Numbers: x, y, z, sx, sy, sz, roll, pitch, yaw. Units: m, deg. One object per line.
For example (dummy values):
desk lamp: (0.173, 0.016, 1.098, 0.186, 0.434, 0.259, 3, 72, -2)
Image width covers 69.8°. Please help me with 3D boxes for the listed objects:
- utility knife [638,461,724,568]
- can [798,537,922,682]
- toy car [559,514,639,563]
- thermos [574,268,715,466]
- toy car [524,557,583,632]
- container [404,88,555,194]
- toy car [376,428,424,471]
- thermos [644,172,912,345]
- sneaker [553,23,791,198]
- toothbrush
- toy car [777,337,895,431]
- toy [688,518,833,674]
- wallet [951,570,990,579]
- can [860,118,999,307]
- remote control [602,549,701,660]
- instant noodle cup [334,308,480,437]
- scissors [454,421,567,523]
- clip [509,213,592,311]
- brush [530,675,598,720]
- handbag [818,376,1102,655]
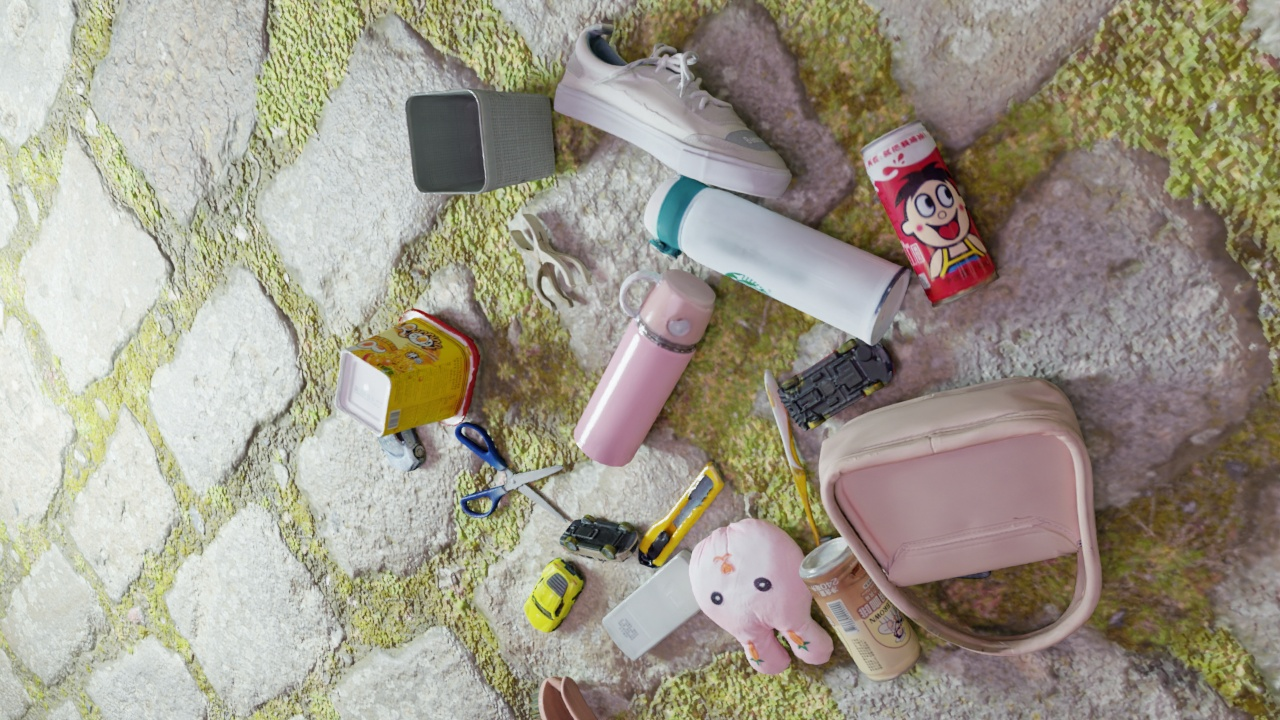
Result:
utility knife: (0.037, 0.157, 0.914, 0.033, 0.015, 0.154, 41, 122, 13)
can: (0.191, 0.216, 0.799, 0.059, 0.058, 0.116, -31, 94, 36)
toy car: (-0.041, 0.189, 0.959, 0.091, 0.042, 0.035, 1, 129, 38)
thermos: (-0.005, 0.005, 0.856, 0.087, 0.067, 0.199, 20, 122, -12)
toy car: (-0.102, 0.268, 1.029, 0.048, 0.032, 0.105, 40, 124, 16)
container: (-0.144, -0.207, 0.858, 0.090, 0.114, 0.090, 7, 108, 31)
toy car: (-0.296, 0.086, 1.099, 0.049, 0.031, 0.105, -20, 94, 36)
thermos: (0.105, -0.087, 0.762, 0.224, 0.073, 0.073, 28, 118, 23)
sneaker: (0.032, -0.213, 0.765, 0.242, 0.089, 0.091, 33, 116, 28)
toothbrush: (0.145, 0.097, 0.826, 0.018, 0.016, 0.191, -15, 96, 24)
toy car: (0.167, 0.018, 0.776, 0.107, 0.031, 0.049, -38, 83, 36)
toy: (0.115, 0.225, 0.864, 0.122, 0.054, 0.159, -28, 95, 30)
wallet: (0.237, 0.129, 0.775, 0.097, 0.019, 0.121, -7, 102, 33)
can: (0.216, -0.110, 0.691, 0.053, 0.053, 0.132, -26, 90, 36)
remote control: (0.020, 0.255, 0.952, 0.058, 0.021, 0.150, 50, 124, 10)
instant noodle cup: (-0.256, 0.019, 0.995, 0.116, 0.123, 0.116, 29, 119, 23)
scissors: (-0.154, 0.133, 1.033, 0.175, 0.012, 0.163, 50, 123, 9)
clip: (-0.083, -0.104, 0.902, 0.084, 0.034, 0.104, -24, 83, 39)
brush: (-0.071, 0.425, 1.039, 0.073, 0.063, 0.145, -29, 86, 40)
handbag: (0.262, 0.138, 0.717, 0.194, 0.093, 0.234, -18, 106, 25)
